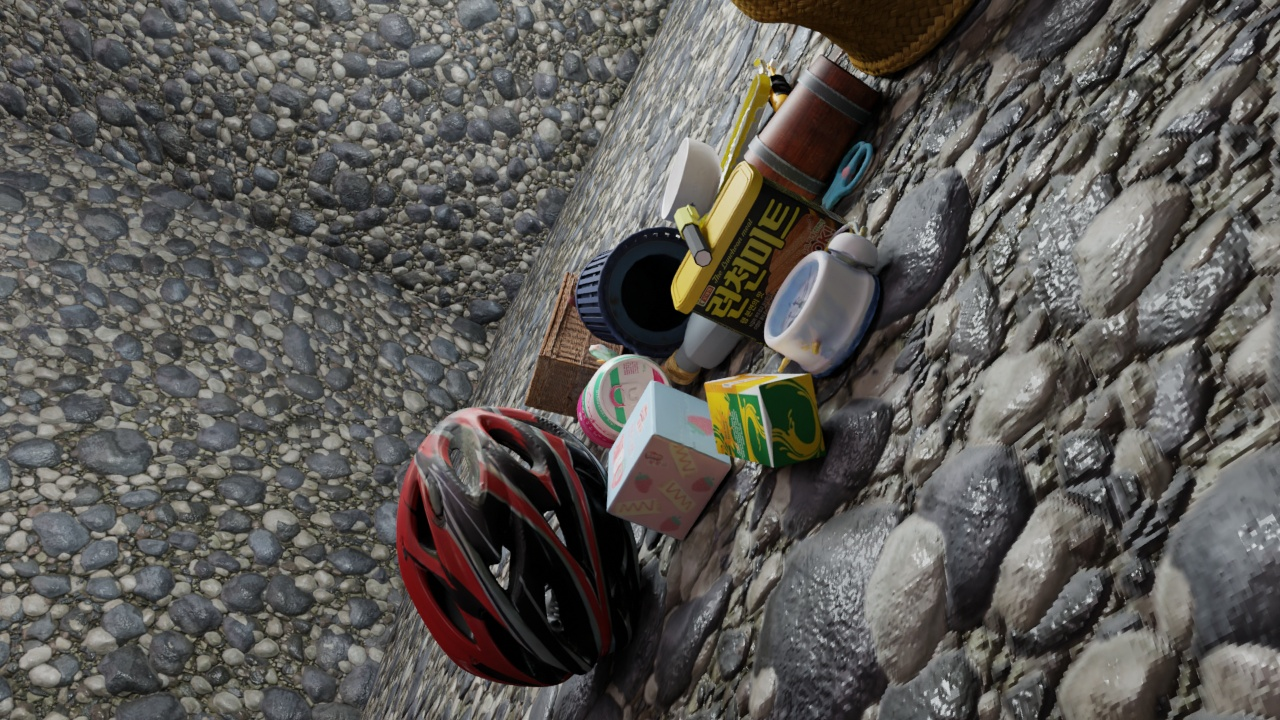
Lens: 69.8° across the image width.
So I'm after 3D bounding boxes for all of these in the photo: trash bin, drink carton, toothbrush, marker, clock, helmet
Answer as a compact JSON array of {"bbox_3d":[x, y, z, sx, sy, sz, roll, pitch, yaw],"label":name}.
[{"bbox_3d":[-0.001,-0.078,1.095,0.139,0.139,0.249,-66,12,-2],"label":"trash bin"},{"bbox_3d":[0.089,0.042,0.688,0.122,0.041,0.058,177,81,-75],"label":"drink carton"},{"bbox_3d":[0.168,-0.339,1.128,0.196,0.031,0.031,-86,19,-58],"label":"toothbrush"},{"bbox_3d":[0.045,-0.106,0.774,0.021,0.017,0.123,-61,15,19],"label":"marker"},{"bbox_3d":[0.139,-0.049,0.692,0.125,0.052,0.089,-68,12,-23],"label":"clock"},{"bbox_3d":[-0.106,0.167,0.852,0.216,0.272,0.167,-26,2,-38],"label":"helmet"}]

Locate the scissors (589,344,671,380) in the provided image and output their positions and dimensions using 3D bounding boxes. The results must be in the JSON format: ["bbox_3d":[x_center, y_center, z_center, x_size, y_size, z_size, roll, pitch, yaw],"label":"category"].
[{"bbox_3d":[-0.007,0.006,1.045,0.125,0.128,0.011,6,74,42],"label":"scissors"}]

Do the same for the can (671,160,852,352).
[{"bbox_3d":[0.102,-0.086,0.783,0.131,0.101,0.072,-61,14,20],"label":"can"}]

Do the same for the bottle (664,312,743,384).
[{"bbox_3d":[0.075,-0.034,0.916,0.162,0.046,0.072,-53,18,44],"label":"bottle"}]

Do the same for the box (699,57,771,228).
[{"bbox_3d":[0.116,-0.265,1.149,0.126,0.023,0.210,-81,9,-57],"label":"box"}]

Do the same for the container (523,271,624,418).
[{"bbox_3d":[-0.087,-0.018,1.337,0.198,0.112,0.114,-80,9,-45],"label":"container"}]

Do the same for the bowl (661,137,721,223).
[{"bbox_3d":[0.066,-0.217,1.129,0.105,0.054,0.105,-168,91,-80],"label":"bowl"}]

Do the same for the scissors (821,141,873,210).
[{"bbox_3d":[0.165,-0.139,0.826,0.137,0.015,0.056,-54,19,27],"label":"scissors"}]

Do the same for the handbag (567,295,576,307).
[{"bbox_3d":[-0.046,-0.060,1.272,0.029,0.119,0.055,-61,14,18],"label":"handbag"}]

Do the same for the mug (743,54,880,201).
[{"bbox_3d":[0.164,-0.218,0.857,0.111,0.081,0.117,-56,-4,23],"label":"mug"}]

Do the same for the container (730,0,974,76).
[{"bbox_3d":[0.201,-0.425,0.802,0.308,0.196,0.306,-57,17,28],"label":"container"}]

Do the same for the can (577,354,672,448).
[{"bbox_3d":[-0.019,0.047,1.001,0.166,0.088,0.088,133,159,-77],"label":"can"}]

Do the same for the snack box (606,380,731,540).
[{"bbox_3d":[0.024,0.089,0.827,0.092,0.079,0.095,-91,26,-61],"label":"snack box"}]
